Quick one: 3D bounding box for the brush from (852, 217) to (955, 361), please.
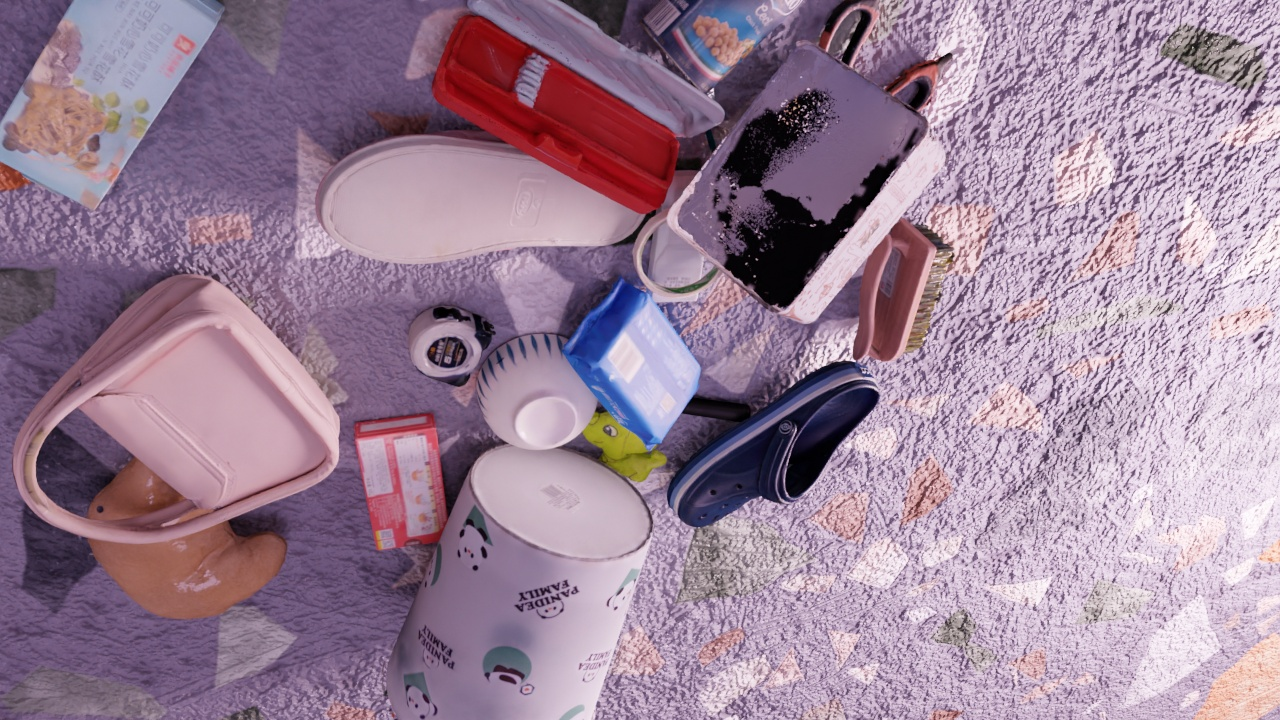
[{"bbox_3d":[0.248,-0.061,0.894,0.073,0.063,0.146,-6,128,-17],"label":"brush"}]

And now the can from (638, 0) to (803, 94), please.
[{"bbox_3d":[0.062,-0.263,0.687,0.111,0.075,0.075,-41,125,15],"label":"can"}]

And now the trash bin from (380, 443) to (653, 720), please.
[{"bbox_3d":[-0.113,0.235,0.909,0.229,0.229,0.252,11,115,-23],"label":"trash bin"}]

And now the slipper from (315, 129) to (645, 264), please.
[{"bbox_3d":[-0.119,-0.134,0.737,0.273,0.054,0.114,-7,130,-26],"label":"slipper"}]

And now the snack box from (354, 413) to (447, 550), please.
[{"bbox_3d":[-0.233,0.123,0.908,0.075,0.025,0.153,-7,127,-12],"label":"snack box"}]

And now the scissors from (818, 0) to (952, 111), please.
[{"bbox_3d":[0.174,-0.209,0.795,0.226,0.015,0.189,-27,128,3],"label":"scissors"}]

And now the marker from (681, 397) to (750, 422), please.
[{"bbox_3d":[0.052,0.046,0.939,0.132,0.020,0.022,9,160,-21],"label":"marker"}]

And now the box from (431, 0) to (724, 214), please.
[{"bbox_3d":[-0.041,-0.200,0.676,0.201,0.095,0.102,25,156,-24],"label":"box"}]

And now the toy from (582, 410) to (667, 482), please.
[{"bbox_3d":[-0.015,0.084,0.939,0.096,0.031,0.100,11,129,-11],"label":"toy"}]

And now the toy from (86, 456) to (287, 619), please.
[{"bbox_3d":[-0.434,0.150,0.841,0.143,0.082,0.226,-31,126,-11],"label":"toy"}]

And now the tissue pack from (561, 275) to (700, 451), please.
[{"bbox_3d":[-0.005,0.005,0.855,0.094,0.052,0.157,-54,129,-21],"label":"tissue pack"}]

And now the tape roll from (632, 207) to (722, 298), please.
[{"bbox_3d":[0.036,-0.094,0.806,0.085,0.014,0.086,-8,126,-11],"label":"tape roll"}]

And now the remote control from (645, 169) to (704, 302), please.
[{"bbox_3d":[0.036,-0.109,0.822,0.049,0.024,0.125,-2,126,-14],"label":"remote control"}]

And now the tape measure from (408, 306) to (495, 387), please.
[{"bbox_3d":[-0.174,-0.016,0.822,0.066,0.033,0.066,23,114,-31],"label":"tape measure"}]

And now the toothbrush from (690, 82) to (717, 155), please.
[{"bbox_3d":[0.074,-0.164,0.799,0.018,0.016,0.192,-29,128,-8],"label":"toothbrush"}]

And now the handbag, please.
[{"bbox_3d":[-0.387,0.061,0.748,0.234,0.093,0.193,-35,129,-7],"label":"handbag"}]

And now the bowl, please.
[{"bbox_3d":[-0.093,0.040,0.864,0.116,0.066,0.117,-8,126,-11],"label":"bowl"}]

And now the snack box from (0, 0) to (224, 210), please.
[{"bbox_3d":[-0.365,-0.193,0.627,0.074,0.051,0.175,33,111,-31],"label":"snack box"}]

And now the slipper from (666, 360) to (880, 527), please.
[{"bbox_3d":[0.147,0.103,0.948,0.253,0.095,0.105,-39,139,15],"label":"slipper"}]

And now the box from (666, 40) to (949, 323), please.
[{"bbox_3d":[0.138,-0.130,0.751,0.183,0.154,0.184,-52,155,13],"label":"box"}]
